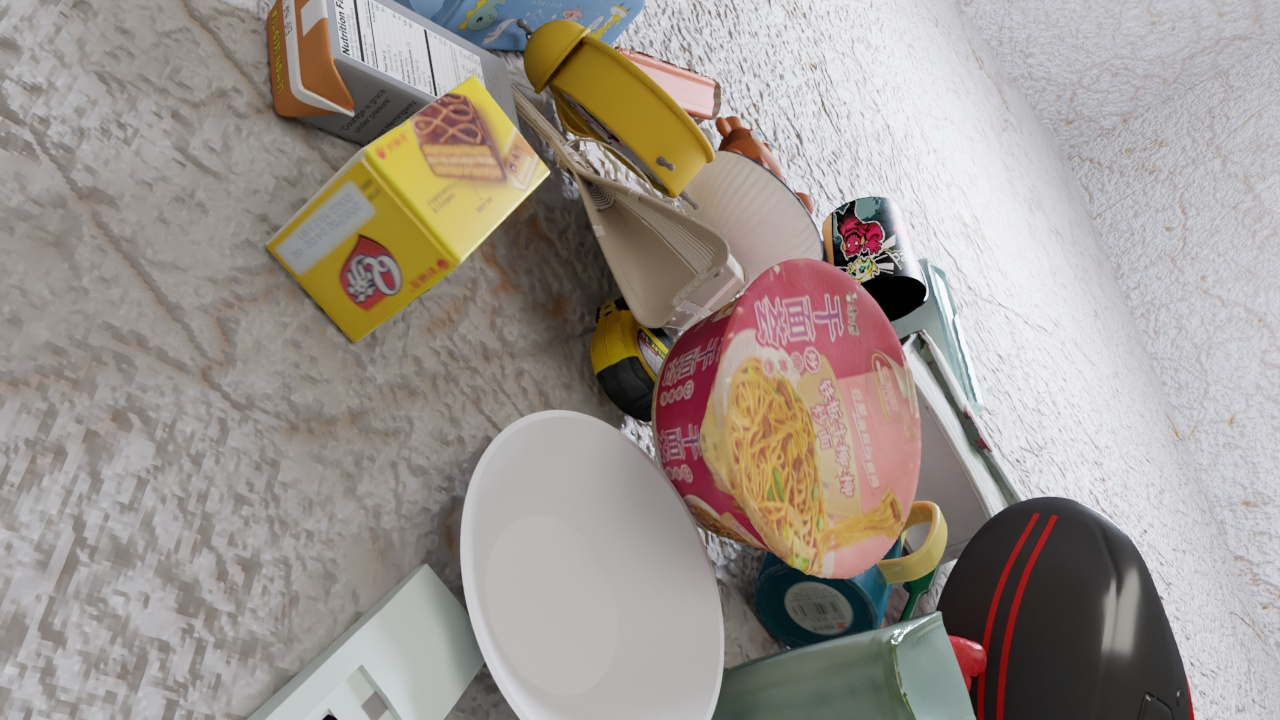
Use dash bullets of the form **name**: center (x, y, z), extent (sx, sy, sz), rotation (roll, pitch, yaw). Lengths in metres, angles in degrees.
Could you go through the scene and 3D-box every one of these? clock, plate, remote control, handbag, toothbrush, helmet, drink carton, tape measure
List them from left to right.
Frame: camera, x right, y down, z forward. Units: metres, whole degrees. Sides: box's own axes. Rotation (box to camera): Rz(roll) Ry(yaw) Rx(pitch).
- **remote control**: center (-0.105, 0.132, 0.334), extent (0.049, 0.024, 0.143), rotation (57, 33, -6)
- **drink carton**: center (-0.129, -0.148, 0.490), extent (0.124, 0.049, 0.076), rotation (14, 55, -49)
- **plate**: center (-0.029, 0.111, 0.442), extent (0.174, 0.036, 0.173), rotation (33, 42, -36)
- **handbag**: center (-0.024, -0.106, 0.574), extent (0.198, 0.062, 0.175), rotation (46, 8, 6)
- **clock**: center (-0.017, -0.163, 0.598), extent (0.152, 0.052, 0.113), rotation (42, 3, 19)
- **tape measure**: center (-0.003, 0.003, 0.556), extent (0.065, 0.037, 0.064), rotation (40, 35, -38)
- **handbag**: center (0.105, 0.185, 0.493), extent (0.106, 0.122, 0.067), rotation (12, 59, -53)
- **toothbrush**: center (0.144, 0.203, 0.561), extent (0.016, 0.017, 0.189), rotation (26, 64, 11)
- **handbag**: center (0.260, 0.078, 0.806), extent (0.198, 0.096, 0.141), rotation (61, 32, 3)
- **helmet**: center (0.294, 0.232, 0.663), extent (0.169, 0.164, 0.264), rotation (9, 84, -41)

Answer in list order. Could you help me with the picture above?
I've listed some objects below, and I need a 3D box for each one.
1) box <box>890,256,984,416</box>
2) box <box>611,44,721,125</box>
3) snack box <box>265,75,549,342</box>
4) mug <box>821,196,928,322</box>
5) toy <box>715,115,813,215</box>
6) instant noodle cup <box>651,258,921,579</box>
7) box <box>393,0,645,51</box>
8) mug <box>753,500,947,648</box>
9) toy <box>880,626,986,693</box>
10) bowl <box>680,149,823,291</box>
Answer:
- **box**: center (0.298, -0.016, 0.942), extent (0.066, 0.083, 0.198), rotation (44, 35, -39)
- **box**: center (0.003, -0.213, 0.743), extent (0.188, 0.062, 0.058), rotation (-8, 98, -58)
- **snack box**: center (-0.106, -0.073, 0.433), extent (0.061, 0.084, 0.105), rotation (50, 35, -15)
- **mug**: center (0.244, -0.094, 0.919), extent (0.118, 0.082, 0.098), rotation (17, 52, -33)
- **toy**: center (0.101, -0.170, 0.809), extent (0.095, 0.065, 0.127), rotation (33, 37, -45)
- **instant noodle cup**: center (0.081, 0.036, 0.536), extent (0.178, 0.078, 0.178), rotation (9, 76, -39)
- **box**: center (-0.082, -0.253, 0.619), extent (0.074, 0.078, 0.208), rotation (57, 32, 3)
- **mug**: center (0.137, 0.123, 0.588), extent (0.083, 0.114, 0.107), rotation (62, 34, -15)
- **toy**: center (0.161, 0.235, 0.601), extent (0.094, 0.088, 0.132), rotation (17, 67, -7)
- **bowl**: center (0.071, -0.091, 0.686), extent (0.062, 0.118, 0.118), rotation (-45, 108, -14)
